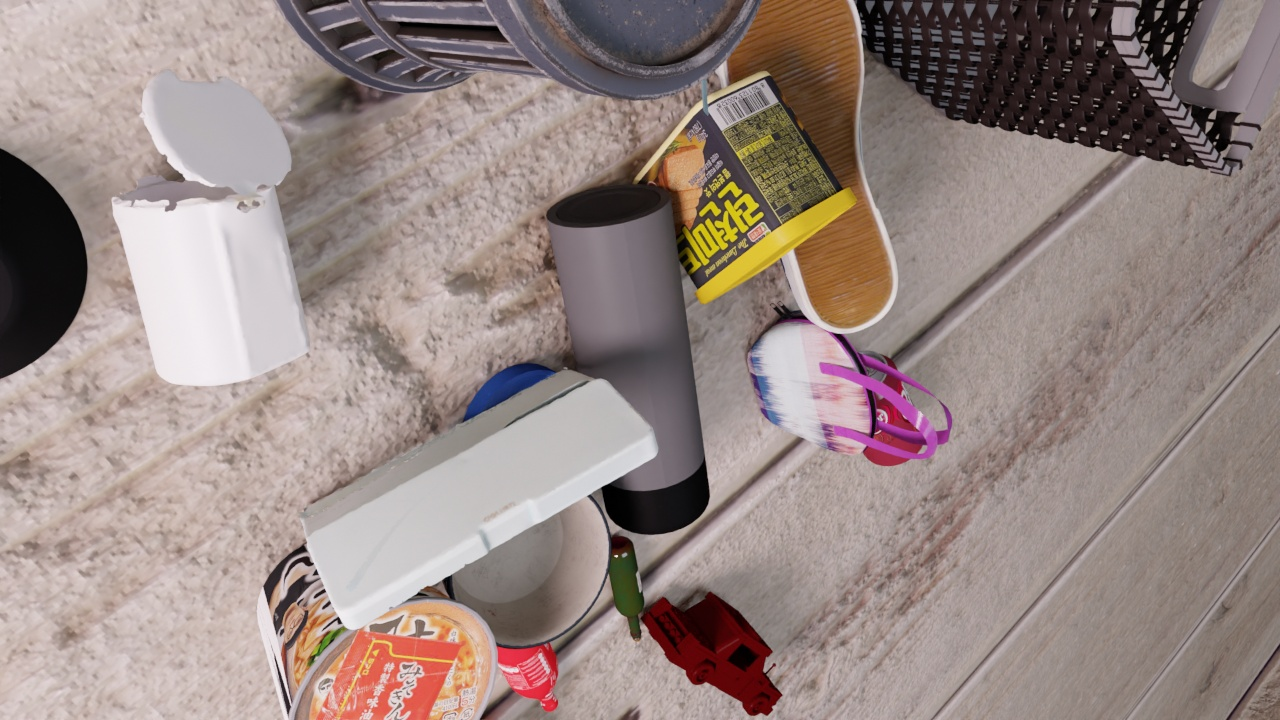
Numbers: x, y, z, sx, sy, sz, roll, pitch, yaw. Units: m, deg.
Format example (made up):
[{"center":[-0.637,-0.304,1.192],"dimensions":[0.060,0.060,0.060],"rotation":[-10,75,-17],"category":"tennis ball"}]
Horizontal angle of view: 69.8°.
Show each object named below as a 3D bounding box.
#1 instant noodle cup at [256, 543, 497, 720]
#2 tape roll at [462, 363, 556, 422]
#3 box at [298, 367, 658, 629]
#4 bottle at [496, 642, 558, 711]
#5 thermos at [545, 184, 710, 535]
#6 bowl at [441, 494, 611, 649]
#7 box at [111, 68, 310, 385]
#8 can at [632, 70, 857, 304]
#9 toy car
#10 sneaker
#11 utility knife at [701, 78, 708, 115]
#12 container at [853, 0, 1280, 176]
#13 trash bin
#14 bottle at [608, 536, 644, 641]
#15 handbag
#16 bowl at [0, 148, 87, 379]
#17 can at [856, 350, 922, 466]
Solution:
[{"center":[-0.171,0.171,0.557],"dimensions":[0.123,0.122,0.124],"rotation":[-16,117,-34],"category":"instant noodle cup"},{"center":[-0.083,0.049,0.650],"dimensions":[0.091,0.016,0.093],"rotation":[-30,124,-26],"category":"tape roll"},{"center":[-0.102,0.065,0.544],"dimensions":[0.196,0.136,0.043],"rotation":[-27,122,-18],"category":"box"},{"center":[-0.090,0.219,0.696],"dimensions":[0.041,0.042,0.142],"rotation":[-35,126,-24],"category":"bottle"},{"center":[-0.004,0.004,0.652],"dimensions":[0.082,0.082,0.241],"rotation":[-26,122,-29],"category":"thermos"},{"center":[-0.084,0.129,0.622],"dimensions":[0.115,0.059,0.115],"rotation":[-4,99,-30],"category":"bowl"},{"center":[-0.210,-0.066,0.454],"dimensions":[0.081,0.092,0.161],"rotation":[-33,126,-49],"category":"box"},{"center":[0.063,-0.111,0.610],"dimensions":[0.072,0.131,0.101],"rotation":[-31,88,-26],"category":"can"},{"center":[0.075,0.261,0.828],"dimensions":[0.062,0.070,0.170],"rotation":[-47,131,0],"category":"toy car"},{"center":[0.120,-0.172,0.695],"dimensions":[0.120,0.127,0.295],"rotation":[-18,111,-3],"category":"sneaker"},{"center":[0.039,-0.210,0.576],"dimensions":[0.022,0.015,0.168],"rotation":[51,30,-47],"category":"utility knife"},{"center":[0.336,-0.309,0.694],"dimensions":[0.245,0.244,0.247],"rotation":[18,95,-42],"category":"container"},{"center":[-0.062,-0.201,0.425],"dimensions":[0.163,0.228,0.164],"rotation":[-16,116,-34],"category":"trash bin"},{"center":[-0.011,0.193,0.761],"dimensions":[0.025,0.025,0.106],"rotation":[-26,122,-29],"category":"bottle"},{"center":[0.174,0.029,0.748],"dimensions":[0.067,0.170,0.145],"rotation":[-36,126,-23],"category":"handbag"},{"center":[-0.311,-0.037,0.405],"dimensions":[0.123,0.052,0.124],"rotation":[-16,117,-34],"category":"bowl"},{"center":[0.225,0.046,0.868],"dimensions":[0.063,0.063,0.114],"rotation":[-48,130,-14],"category":"can"}]
